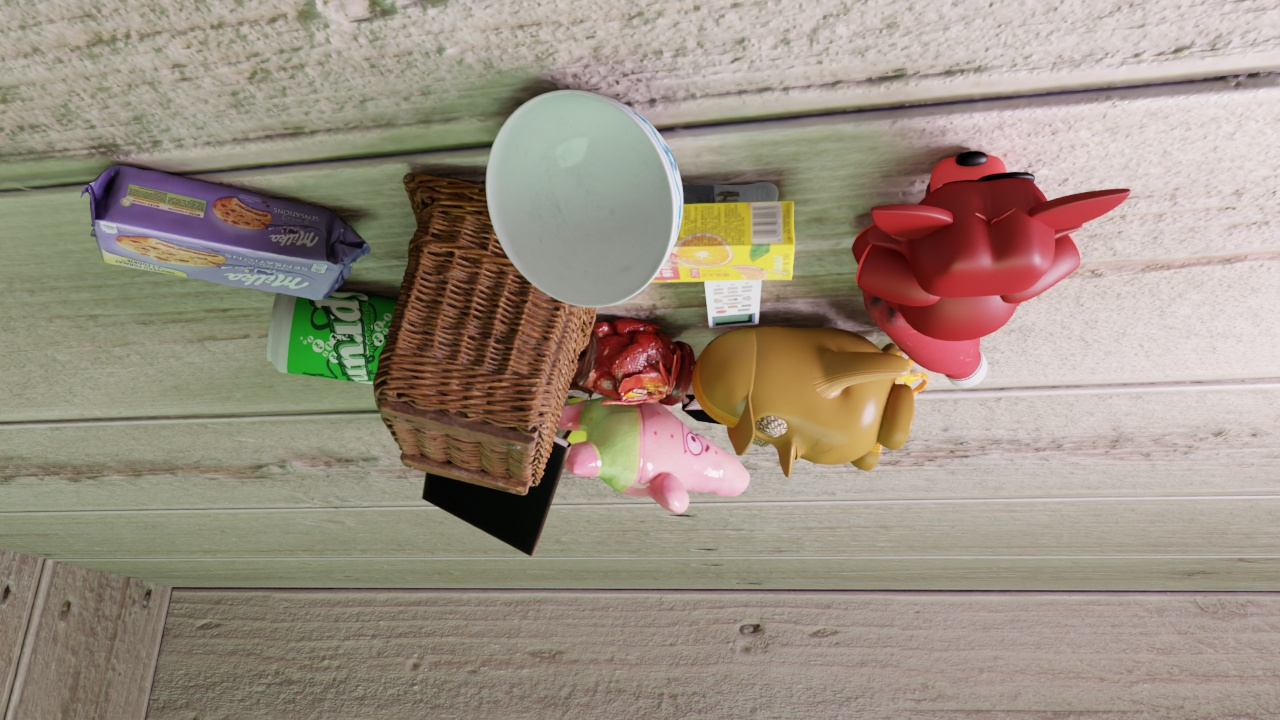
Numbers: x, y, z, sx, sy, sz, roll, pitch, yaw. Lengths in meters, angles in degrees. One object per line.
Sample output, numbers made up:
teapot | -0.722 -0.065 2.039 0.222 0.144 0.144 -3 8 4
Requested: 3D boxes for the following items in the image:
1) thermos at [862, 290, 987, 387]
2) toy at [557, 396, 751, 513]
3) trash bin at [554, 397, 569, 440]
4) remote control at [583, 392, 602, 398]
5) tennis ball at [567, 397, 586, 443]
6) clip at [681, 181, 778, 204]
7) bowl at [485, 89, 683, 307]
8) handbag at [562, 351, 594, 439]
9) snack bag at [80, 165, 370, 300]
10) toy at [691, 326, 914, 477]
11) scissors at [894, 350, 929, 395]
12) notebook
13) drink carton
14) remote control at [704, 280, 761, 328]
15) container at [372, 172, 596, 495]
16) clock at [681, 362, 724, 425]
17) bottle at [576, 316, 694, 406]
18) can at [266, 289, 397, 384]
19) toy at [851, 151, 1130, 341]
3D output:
thermos | 0.282 -0.027 0.868 0.073 0.073 0.239 -11 155 30
toy | 0.022 0.102 1.003 0.236 0.191 0.097 19 123 -23
trash bin | -0.186 0.077 1.102 0.161 0.133 0.134 20 153 -28
remote control | -0.010 0.020 1.080 0.074 0.019 0.151 10 157 -20
tennis ball | -0.081 0.080 1.176 0.065 0.065 0.065 2 158 0
clip | 0.023 -0.110 0.744 0.167 0.028 0.127 4 159 -2
bowl | -0.026 -0.116 0.635 0.144 0.144 0.074 -13 -166 32
handbag | -0.079 0.047 1.046 0.055 0.029 0.120 11 113 -26
snack bag | -0.334 -0.102 0.751 0.205 0.058 0.097 9 160 -25
toy | 0.152 0.036 0.915 0.203 0.162 0.199 13 154 -5
scissors | 0.281 0.019 1.021 0.097 0.012 0.133 -27 148 7
notebook | -0.155 0.117 0.950 0.141 0.008 0.210 27 137 5
drink carton | 0.048 -0.088 0.699 0.135 0.042 0.058 0 158 7
remote control | 0.085 -0.066 0.846 0.049 0.024 0.143 -5 163 5
container | -0.129 -0.004 0.770 0.162 0.182 0.250 14 158 -2
clock | 0.126 0.045 1.071 0.155 0.065 0.115 1 158 5
bottle | -0.006 0.006 0.943 0.111 0.098 0.099 16 154 -24
can | -0.287 -0.024 0.901 0.139 0.087 0.088 8 157 -16
toy | 0.238 -0.087 0.663 0.158 0.120 0.197 0 168 11
